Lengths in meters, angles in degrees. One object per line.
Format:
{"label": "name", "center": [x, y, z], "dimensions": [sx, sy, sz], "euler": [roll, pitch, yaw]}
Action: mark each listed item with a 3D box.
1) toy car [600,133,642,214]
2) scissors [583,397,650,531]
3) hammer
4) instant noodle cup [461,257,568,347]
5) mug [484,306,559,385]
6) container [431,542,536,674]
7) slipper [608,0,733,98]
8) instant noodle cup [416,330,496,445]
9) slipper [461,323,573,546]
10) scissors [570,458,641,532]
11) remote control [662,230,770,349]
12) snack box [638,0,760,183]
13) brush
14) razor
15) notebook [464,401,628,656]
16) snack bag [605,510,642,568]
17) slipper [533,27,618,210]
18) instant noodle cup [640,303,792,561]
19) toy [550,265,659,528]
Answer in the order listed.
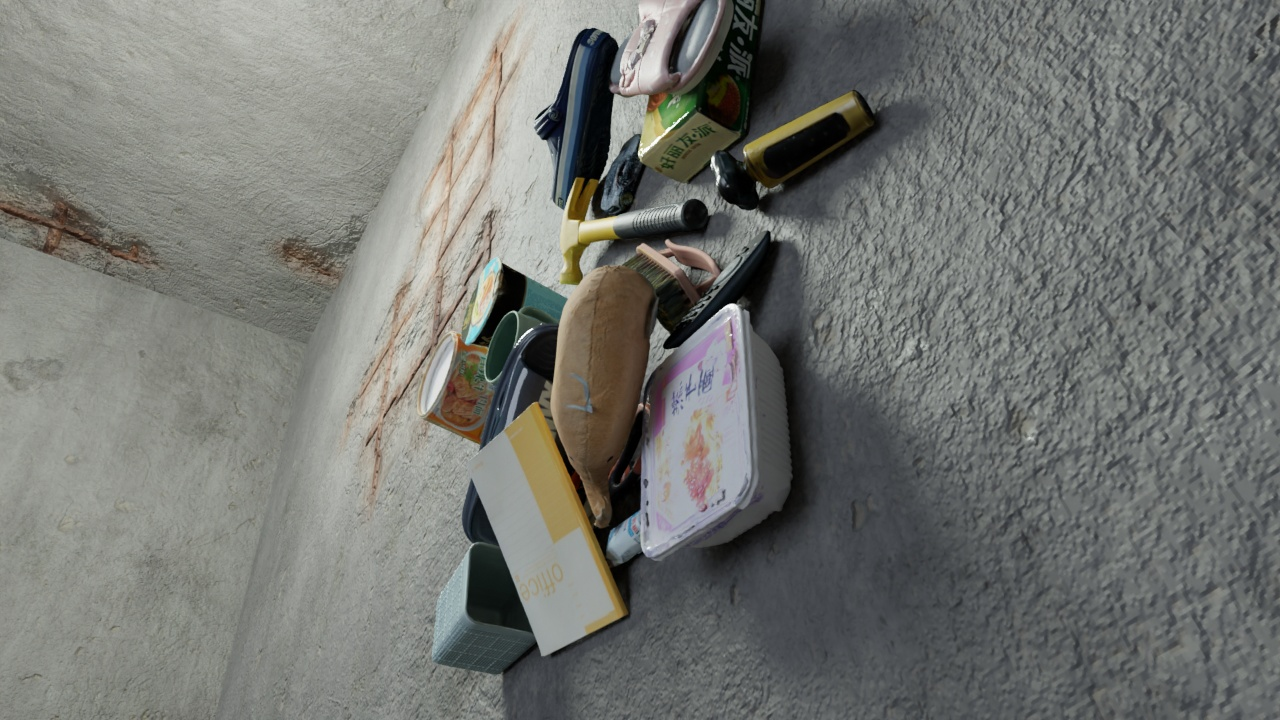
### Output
{"label": "toy car", "center": [-0.020, -0.228, 1.115], "dimensions": [0.049, 0.031, 0.105], "euler": [13, 81, 64]}
{"label": "scissors", "center": [-0.040, 0.117, 0.854], "dimensions": [0.198, 0.015, 0.213], "euler": [-34, 52, 45]}
{"label": "hammer", "center": [-0.019, -0.151, 1.030], "dimensions": [0.301, 0.032, 0.129], "euler": [7, 95, 60]}
{"label": "instant noodle cup", "center": [-0.138, -0.051, 1.104], "dimensions": [0.111, 0.120, 0.111], "euler": [-46, 32, 41]}
{"label": "mug", "center": [-0.108, -0.009, 1.023], "dimensions": [0.082, 0.106, 0.111], "euler": [-46, 35, 40]}
{"label": "container", "center": [-0.155, 0.259, 0.938], "dimensions": [0.112, 0.090, 0.090], "euler": [-53, 29, 38]}
{"label": "slipper", "center": [0.015, -0.324, 0.941], "dimensions": [0.114, 0.054, 0.274], "euler": [-67, 23, 4]}
{"label": "instant noodle cup", "center": [-0.218, 0.036, 1.205], "dimensions": [0.152, 0.111, 0.151], "euler": [-44, 35, 41]}
{"label": "slipper", "center": [-0.108, 0.096, 0.945], "dimensions": [0.083, 0.110, 0.268], "euler": [-123, 52, -65]}
{"label": "scissors", "center": [-0.019, 0.098, 0.866], "dimensions": [0.235, 0.021, 0.124], "euler": [-51, 30, 34]}
{"label": "remote control", "center": [0.070, -0.055, 0.776], "dimensions": [0.136, 0.024, 0.053], "euler": [-49, 7, -14]}
{"label": "snack box", "center": [0.066, -0.319, 0.976], "dimensions": [0.115, 0.063, 0.239], "euler": [-29, 45, 55]}
{"label": "brush", "center": [0.030, -0.079, 0.873], "dimensions": [0.073, 0.063, 0.145], "euler": [-37, 26, -2]}
{"label": "razor", "center": [0.124, -0.175, 0.765], "dimensions": [0.168, 0.062, 0.067], "euler": [-21, 20, 51]}
{"label": "notebook", "center": [-0.093, 0.160, 0.854], "dimensions": [0.146, 0.010, 0.206], "euler": [-39, 69, 44]}
{"label": "snack bag", "center": [-0.003, 0.148, 0.792], "dimensions": [0.104, 0.026, 0.048], "euler": [-40, 25, 44]}
{"label": "slipper", "center": [-0.089, -0.290, 1.131], "dimensions": [0.104, 0.095, 0.253], "euler": [-57, -12, -41]}
{"label": "instant noodle cup", "center": [0.060, 0.060, 0.697], "dimensions": [0.138, 0.060, 0.173], "euler": [-43, 34, 43]}
{"label": "toy", "center": [-0.036, 0.032, 0.770], "dimensions": [0.143, 0.082, 0.226], "euler": [-2, -79, -79]}
